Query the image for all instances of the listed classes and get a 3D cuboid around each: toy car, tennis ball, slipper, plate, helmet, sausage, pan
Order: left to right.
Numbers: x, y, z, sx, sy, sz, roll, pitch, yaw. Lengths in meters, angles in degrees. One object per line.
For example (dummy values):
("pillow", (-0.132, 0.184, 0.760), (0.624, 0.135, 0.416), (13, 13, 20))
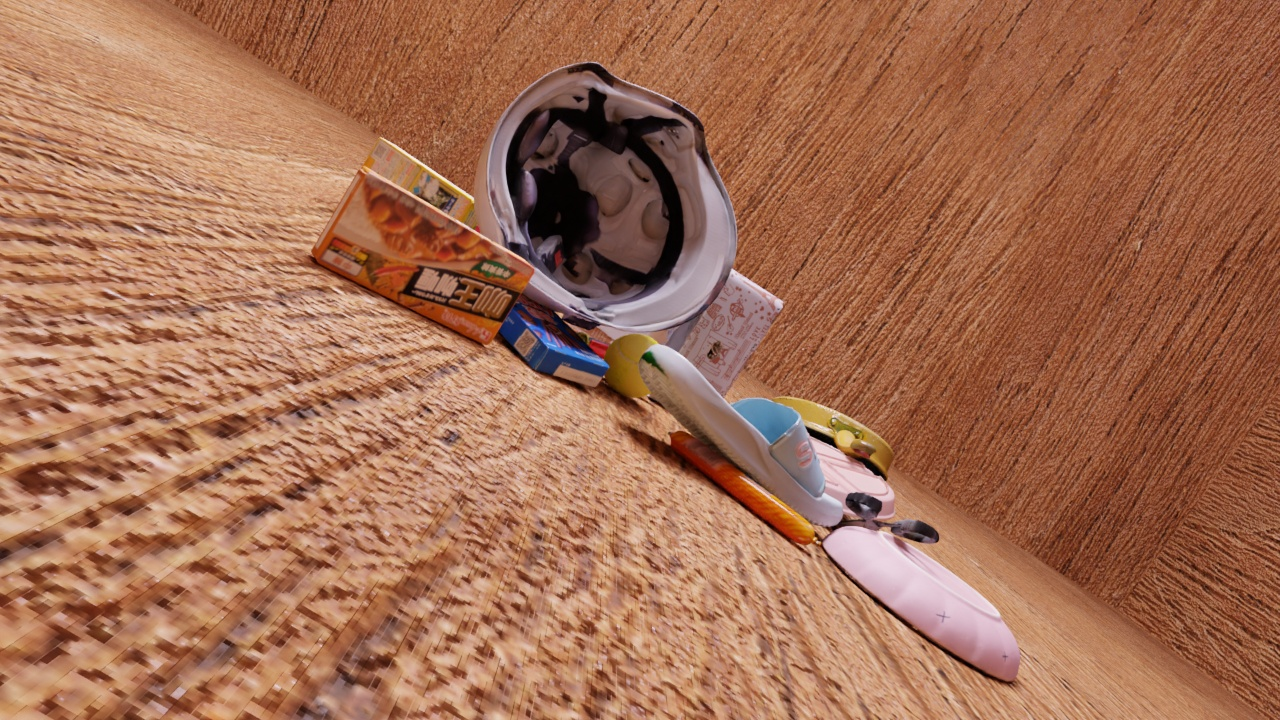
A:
("helmet", (-0.047, -0.141, 0.875), (0.258, 0.229, 0.146), (26, -10, -31))
("toy car", (-0.037, -0.006, 1.015), (0.106, 0.031, 0.049), (22, -4, 15))
("tennis ball", (-0.005, 0.005, 0.924), (0.065, 0.065, 0.065), (33, 6, -4))
("sausage", (0.084, 0.106, 0.777), (0.165, 0.021, 0.021), (36, 7, 27))
("slipper", (0.096, 0.060, 0.819), (0.245, 0.074, 0.104), (43, -9, -25))
("plate", (0.181, 0.112, 1.029), (0.229, 0.028, 0.229), (21, 10, -4))
("pan", (0.262, 0.112, 1.229), (0.198, 0.078, 0.358), (27, -14, 3))
("plate", (0.249, 0.200, 0.799), (0.192, 0.039, 0.192), (32, 6, -4))

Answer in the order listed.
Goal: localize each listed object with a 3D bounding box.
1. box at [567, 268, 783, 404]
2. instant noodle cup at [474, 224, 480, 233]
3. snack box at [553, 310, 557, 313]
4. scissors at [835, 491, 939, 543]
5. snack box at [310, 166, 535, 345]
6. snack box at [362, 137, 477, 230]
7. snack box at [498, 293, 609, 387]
("box", (0.043, -0.052, 1.117), (0.136, 0.179, 0.269), (27, 9, -45))
("instant noodle cup", (-0.130, -0.104, 0.998), (0.116, 0.116, 0.124), (32, -5, -5))
("snack box", (-0.141, -0.136, 1.177), (0.117, 0.105, 0.118), (36, 5, 36))
("scissors", (0.225, 0.158, 0.875), (0.164, 0.014, 0.164), (12, -22, 45))
("snack box", (-0.161, -0.076, 0.695), (0.153, 0.075, 0.026), (29, 6, -36))
("snack box", (-0.232, -0.155, 0.929), (0.140, 0.087, 0.033), (35, 7, 22))
("snack box", (-0.103, -0.036, 0.841), (0.084, 0.026, 0.157), (19, 20, -52))
